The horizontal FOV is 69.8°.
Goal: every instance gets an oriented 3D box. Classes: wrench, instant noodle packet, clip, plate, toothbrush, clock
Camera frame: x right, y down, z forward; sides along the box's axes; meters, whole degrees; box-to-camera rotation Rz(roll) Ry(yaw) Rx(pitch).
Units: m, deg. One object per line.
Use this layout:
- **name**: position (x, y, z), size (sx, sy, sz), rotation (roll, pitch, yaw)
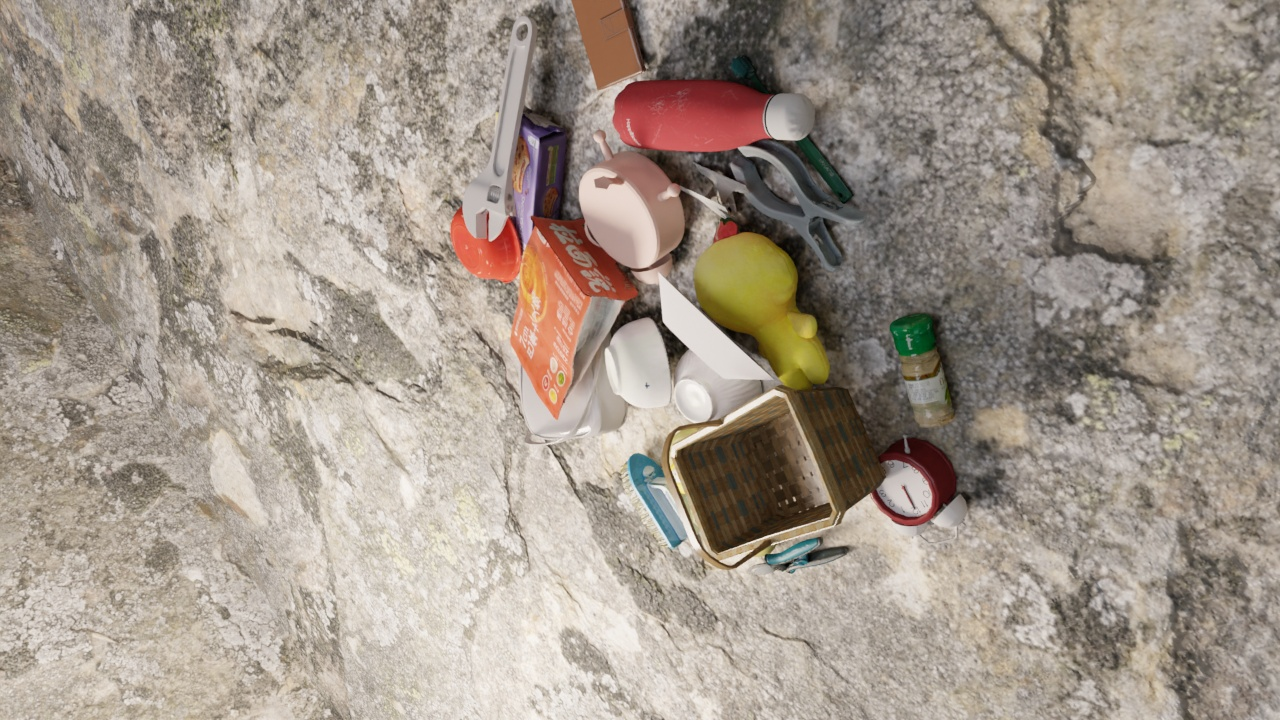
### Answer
- **wrench**: position (-0.171, -0.283, 1.131), size (0.087, 0.018, 0.273), rotation (25, 110, 37)
- **instant noodle packet**: position (-0.111, -0.052, 1.183), size (0.164, 0.083, 0.221), rotation (54, 133, 34)
- **clip**: position (0.161, -0.176, 0.929), size (0.163, 0.027, 0.107), rotation (47, 148, 17)
- **plate**: position (0.071, -0.025, 1.011), size (0.036, 0.174, 0.174), rotation (-47, 71, 6)
- **clip**: position (0.085, -0.182, 1.005), size (0.102, 0.053, 0.058), rotation (40, 122, 50)
- **toothbrush**: position (0.152, -0.235, 0.930), size (0.189, 0.017, 0.016), rotation (54, 137, 9)
- **clock**: position (-0.019, -0.168, 1.068), size (0.131, 0.086, 0.161), rotation (40, 155, 22)
- **clock**: position (0.290, 0.137, 0.967), size (0.087, 0.044, 0.124), rotation (-30, 87, 48)

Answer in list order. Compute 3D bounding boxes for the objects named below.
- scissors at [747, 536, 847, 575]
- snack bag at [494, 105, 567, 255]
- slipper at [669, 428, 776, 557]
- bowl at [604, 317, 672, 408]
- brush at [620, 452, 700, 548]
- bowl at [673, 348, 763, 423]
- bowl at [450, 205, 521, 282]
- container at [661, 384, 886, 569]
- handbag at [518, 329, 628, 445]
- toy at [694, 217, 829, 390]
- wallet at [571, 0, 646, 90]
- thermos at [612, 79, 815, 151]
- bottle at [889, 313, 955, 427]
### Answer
- **scissors**: position (0.191, 0.244, 1.125), size (0.150, 0.019, 0.131), rotation (1, 146, 13)
- **snack bag**: position (-0.145, -0.226, 1.196), size (0.096, 0.058, 0.206), rotation (38, 136, 30)
- **slipper**: position (0.091, 0.178, 1.158), size (0.190, 0.081, 0.092), rotation (51, 139, 9)
- **bowl**: position (-0.007, 0.007, 1.140), size (0.113, 0.063, 0.113), rotation (167, 91, -78)
- **brush**: position (0.028, 0.183, 1.237), size (0.136, 0.055, 0.076), rotation (57, 142, 6)
- **bowl**: position (0.082, 0.038, 1.105), size (0.118, 0.062, 0.118), rotation (22, 125, 36)
- **bowl**: position (-0.217, -0.160, 1.237), size (0.130, 0.045, 0.131), rotation (32, 137, 36)
- **container**: position (0.116, 0.130, 0.994), size (0.251, 0.186, 0.157), rotation (-38, 71, 56)
- **handbag**: position (-0.117, -0.001, 1.270), size (0.216, 0.095, 0.222), rotation (-9, 92, 45)
- **toy**: position (0.129, -0.056, 0.992), size (0.207, 0.092, 0.134), rotation (49, 152, 2)
- **wallet**: position (-0.039, -0.378, 1.046), size (0.088, 0.013, 0.121), rotation (-3, 108, 50)
- **thermos**: position (0.074, -0.252, 0.944), size (0.240, 0.073, 0.073), rotation (16, 121, 44)
- **bottle**: position (0.281, 0.011, 0.912), size (0.043, 0.043, 0.111), rotation (-6, 107, 46)
